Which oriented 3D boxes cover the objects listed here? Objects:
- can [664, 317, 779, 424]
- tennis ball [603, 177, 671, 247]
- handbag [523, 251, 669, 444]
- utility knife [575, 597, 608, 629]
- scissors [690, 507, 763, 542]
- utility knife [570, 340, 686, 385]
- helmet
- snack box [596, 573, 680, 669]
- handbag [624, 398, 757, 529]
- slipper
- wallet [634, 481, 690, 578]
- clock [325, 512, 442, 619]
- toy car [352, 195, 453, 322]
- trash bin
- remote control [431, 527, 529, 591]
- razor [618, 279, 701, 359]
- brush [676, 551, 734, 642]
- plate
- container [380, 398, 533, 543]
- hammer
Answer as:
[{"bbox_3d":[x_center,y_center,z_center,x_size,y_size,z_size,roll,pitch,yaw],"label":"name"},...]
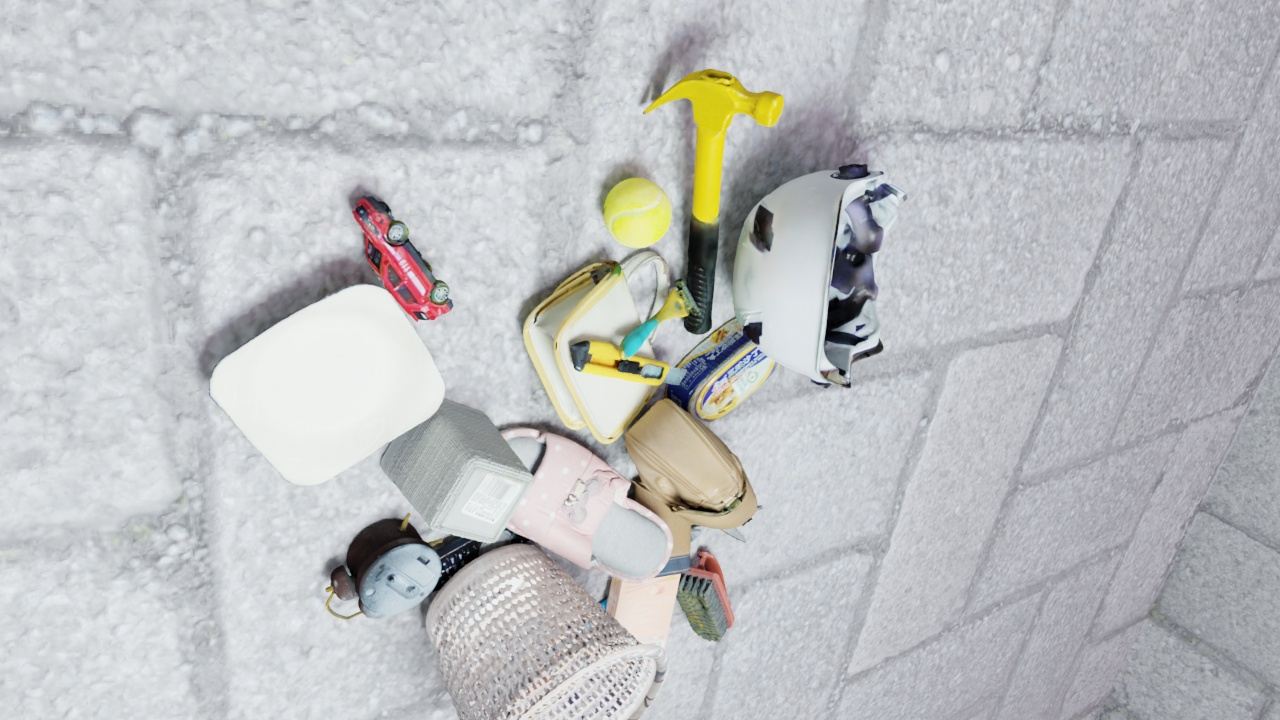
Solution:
[{"bbox_3d":[0.099,0.010,1.056,0.148,0.049,0.075,-39,133,-13],"label":"can"},{"bbox_3d":[-0.003,-0.140,0.873,0.065,0.065,0.066,-19,126,-28],"label":"tennis ball"},{"bbox_3d":[-0.028,-0.026,0.938,0.178,0.063,0.163,-47,137,-26],"label":"handbag"},{"bbox_3d":[-0.026,0.305,1.161,0.161,0.018,0.034,-32,132,-18],"label":"utility knife"},{"bbox_3d":[0.095,0.210,1.201,0.159,0.014,0.179,-34,132,-17],"label":"scissors"},{"bbox_3d":[-0.005,0.005,0.919,0.192,0.015,0.033,12,94,-53],"label":"utility knife"},{"bbox_3d":[0.172,-0.095,0.963,0.257,0.146,0.229,-26,124,-56],"label":"helmet"},{"bbox_3d":[0.000,0.309,1.149,0.084,0.026,0.157,4,103,-29],"label":"snack box"},{"bbox_3d":[0.053,0.123,0.996,0.099,0.148,0.204,-46,161,-3],"label":"handbag"},{"bbox_3d":[-0.060,0.163,0.984,0.274,0.054,0.114,40,78,-31],"label":"slipper"},{"bbox_3d":[0.025,0.201,1.101,0.090,0.033,0.115,1,91,-40],"label":"wallet"},{"bbox_3d":[-0.253,0.209,0.899,0.122,0.055,0.082,-43,135,-8],"label":"clock"},{"bbox_3d":[-0.200,-0.081,0.763,0.045,0.053,0.120,-37,134,-12],"label":"toy car"},{"bbox_3d":[-0.114,0.308,0.953,0.227,0.192,0.228,-28,143,-23],"label":"trash bin"},{"bbox_3d":[-0.174,0.199,0.975,0.136,0.024,0.053,-25,133,-24],"label":"remote control"},{"bbox_3d":[0.013,-0.035,0.919,0.132,0.028,0.043,-43,112,-43],"label":"razor"},{"bbox_3d":[0.093,0.320,1.238,0.069,0.063,0.146,-60,144,-35],"label":"brush"},{"bbox_3d":[-0.263,0.017,0.782,0.163,0.034,0.164,-33,133,-13],"label":"plate"},{"bbox_3d":[-0.169,0.104,0.858,0.090,0.114,0.090,25,99,-44],"label":"container"},{"bbox_3d":[0.063,-0.144,0.906,0.032,0.129,0.301,-48,152,-37],"label":"hammer"}]
